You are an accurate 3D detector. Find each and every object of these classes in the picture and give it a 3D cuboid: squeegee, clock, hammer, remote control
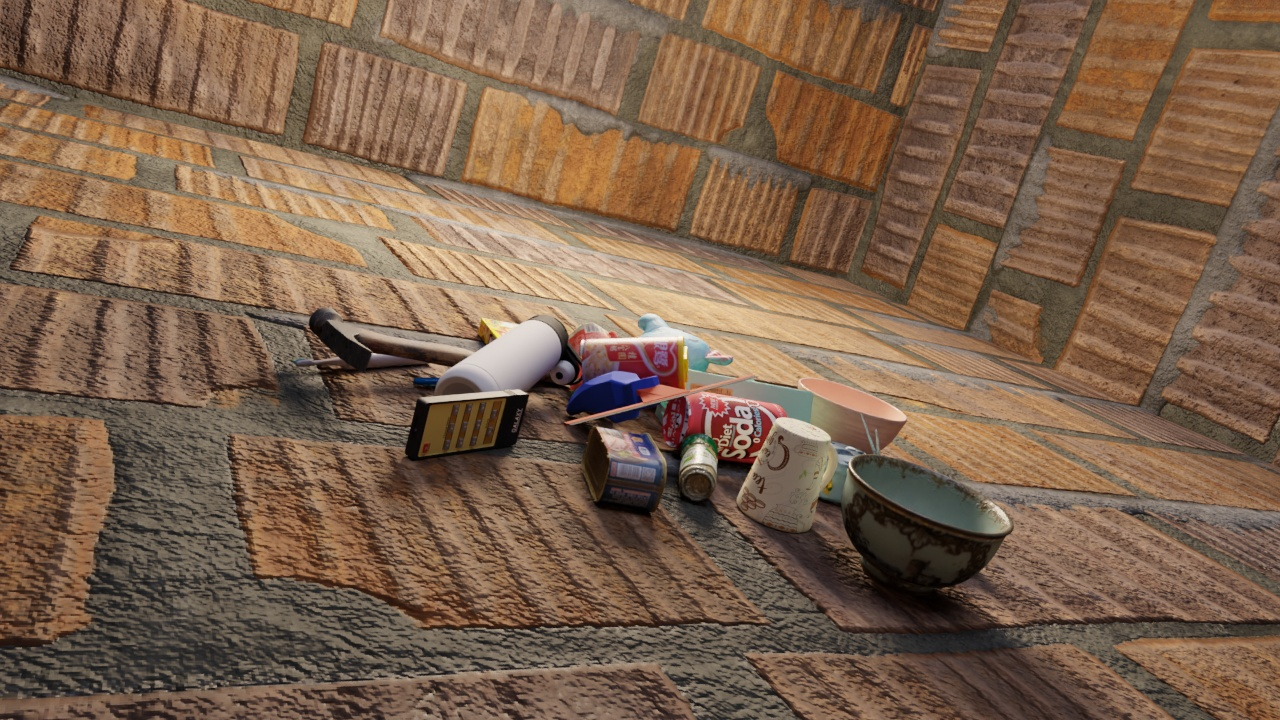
[{"bbox_3d":[-0.025,0.040,0.999,0.248,0.055,0.185,-12,-2,-38],"label":"squeegee"},{"bbox_3d":[0.220,0.124,1.077,0.088,0.052,0.124,7,14,-19],"label":"clock"},{"bbox_3d":[-0.204,0.001,1.056,0.329,0.033,0.120,11,16,-45],"label":"hammer"},{"bbox_3d":[-0.162,0.059,0.870,0.013,0.058,0.133,26,18,33],"label":"remote control"}]

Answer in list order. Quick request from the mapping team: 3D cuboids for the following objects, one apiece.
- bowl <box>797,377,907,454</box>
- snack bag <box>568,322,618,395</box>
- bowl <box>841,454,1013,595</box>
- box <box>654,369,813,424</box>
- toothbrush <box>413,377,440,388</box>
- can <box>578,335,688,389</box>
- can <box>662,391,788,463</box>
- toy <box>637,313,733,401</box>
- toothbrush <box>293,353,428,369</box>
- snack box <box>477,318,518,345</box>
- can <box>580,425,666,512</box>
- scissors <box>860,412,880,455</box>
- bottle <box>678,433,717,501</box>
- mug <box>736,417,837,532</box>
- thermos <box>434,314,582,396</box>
[{"bbox_3d":[0.278,0.085,1.253,0.153,0.076,0.153,17,13,-4],"label":"bowl"},{"bbox_3d":[-0.050,0.014,1.141,0.087,0.044,0.155,-11,41,-9],"label":"snack bag"},{"bbox_3d":[0.259,0.166,0.876,0.160,0.094,0.159,16,14,-4],"label":"bowl"},{"bbox_3d":[0.123,0.056,1.153,0.188,0.091,0.077,12,16,-18],"label":"box"},{"bbox_3d":[-0.191,0.030,1.038,0.132,0.016,0.021,10,3,-26],"label":"toothbrush"},{"bbox_3d":[-0.006,0.006,1.076,0.124,0.067,0.066,-2,13,5],"label":"can"},{"bbox_3d":[0.102,0.079,1.069,0.142,0.074,0.074,10,15,-25],"label":"can"},{"bbox_3d":[0.026,-0.006,1.237,0.183,0.115,0.180,-11,13,-5],"label":"toy"},{"bbox_3d":[-0.303,-0.001,1.022,0.019,0.018,0.187,27,17,29],"label":"toothbrush"},{"bbox_3d":[-0.165,-0.019,1.240,0.075,0.025,0.152,10,15,-27],"label":"snack box"},{"bbox_3d":[-0.017,0.102,0.882,0.059,0.054,0.100,11,14,-17],"label":"can"},{"bbox_3d":[0.283,0.126,1.071,0.014,0.130,0.117,-18,43,-3],"label":"scissors"},{"bbox_3d":[0.060,0.113,0.964,0.042,0.043,0.109,17,15,1],"label":"bottle"},{"bbox_3d":[0.167,0.116,0.955,0.121,0.097,0.081,5,18,-40],"label":"mug"},{"bbox_3d":[-0.134,0.020,1.010,0.101,0.069,0.229,58,25,-7],"label":"thermos"}]
